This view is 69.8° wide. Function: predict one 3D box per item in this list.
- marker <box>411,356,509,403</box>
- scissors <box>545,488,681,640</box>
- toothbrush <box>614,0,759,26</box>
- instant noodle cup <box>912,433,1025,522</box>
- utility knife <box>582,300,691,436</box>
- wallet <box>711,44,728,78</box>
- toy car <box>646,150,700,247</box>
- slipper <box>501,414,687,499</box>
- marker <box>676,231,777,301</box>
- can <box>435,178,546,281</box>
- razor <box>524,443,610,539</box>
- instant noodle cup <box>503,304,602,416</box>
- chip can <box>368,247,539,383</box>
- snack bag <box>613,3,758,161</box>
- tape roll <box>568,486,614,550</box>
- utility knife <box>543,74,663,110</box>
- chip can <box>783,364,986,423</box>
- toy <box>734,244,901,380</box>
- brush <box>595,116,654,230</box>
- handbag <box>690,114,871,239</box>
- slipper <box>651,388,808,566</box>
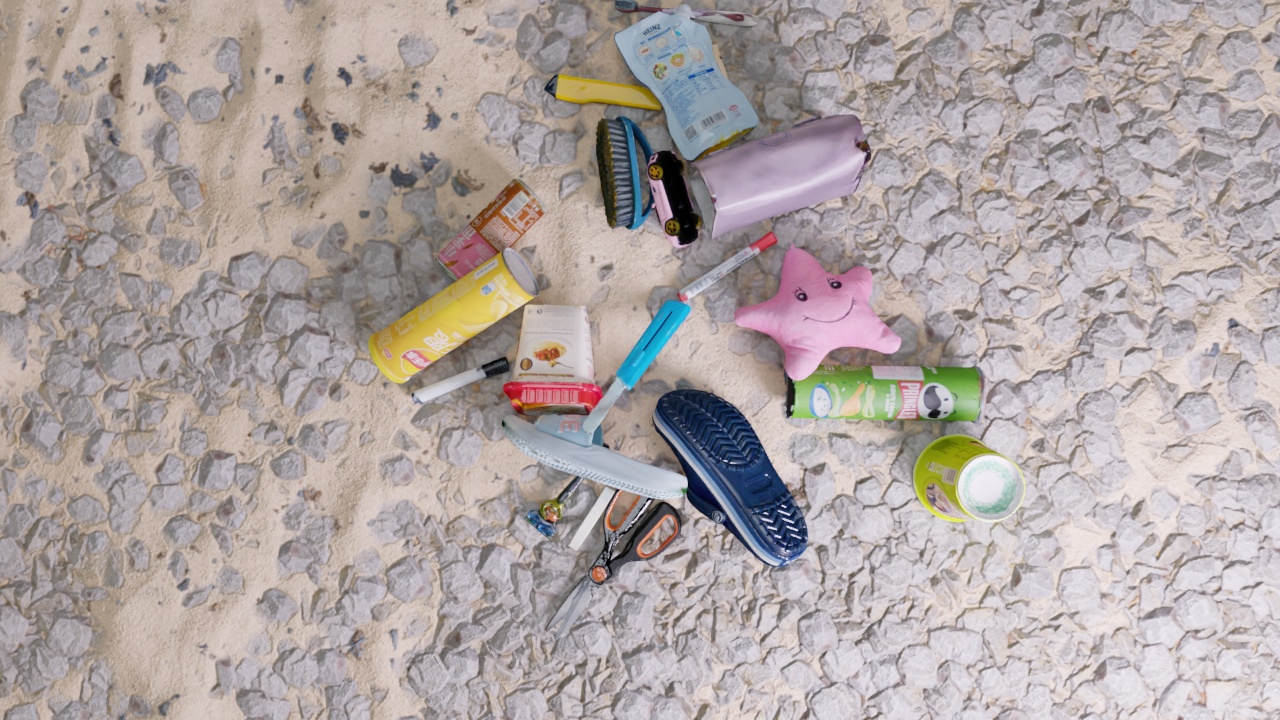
[{"bbox_3d":[-0.230,0.027,1.173,0.131,0.018,0.022,-22,98,0],"label":"marker"},{"bbox_3d":[-0.053,0.250,1.168,0.235,0.021,0.152,-29,82,4],"label":"scissors"},{"bbox_3d":[0.059,-0.447,1.175,0.187,0.017,0.016,7,90,2],"label":"toothbrush"},{"bbox_3d":[0.402,0.148,1.106,0.112,0.123,0.111,0,89,1],"label":"instant noodle cup"},{"bbox_3d":[-0.007,0.007,1.119,0.034,0.018,0.224,30,61,11],"label":"utility knife"},{"bbox_3d":[0.075,-0.336,1.172,0.087,0.024,0.115,-18,89,-4],"label":"wallet"},{"bbox_3d":[0.039,-0.202,1.152,0.037,0.056,0.122,-11,99,41],"label":"toy car"},{"bbox_3d":[-0.056,0.105,1.113,0.245,0.104,0.074,17,77,13],"label":"slipper"},{"bbox_3d":[0.110,-0.119,1.169,0.145,0.017,0.017,-33,89,1],"label":"marker"},{"bbox_3d":[-0.188,-0.159,1.155,0.147,0.058,0.058,-45,89,0],"label":"can"},{"bbox_3d":[-0.087,0.162,1.166,0.042,0.022,0.142,41,90,0],"label":"razor"},{"bbox_3d":[-0.105,0.001,1.131,0.116,0.116,0.124,1,77,1],"label":"instant noodle cup"},{"bbox_3d":[-0.230,-0.055,1.125,0.214,0.072,0.072,-32,89,14],"label":"chip can"},{"bbox_3d":[0.057,-0.349,1.142,0.110,0.039,0.191,-31,86,4],"label":"snack bag"},{"bbox_3d":[-0.061,0.195,1.133,0.014,0.086,0.086,33,90,2],"label":"tape roll"},{"bbox_3d":[-0.046,-0.341,1.177,0.156,0.015,0.033,9,95,0],"label":"utility knife"},{"bbox_3d":[0.298,0.039,1.136,0.236,0.072,0.072,1,89,2],"label":"chip can"},{"bbox_3d":[0.209,-0.065,1.133,0.194,0.075,0.178,-15,66,-11],"label":"toy"},{"bbox_3d":[-0.014,-0.236,1.157,0.073,0.055,0.144,-6,88,-21],"label":"brush"},{"bbox_3d":[0.164,-0.227,1.107,0.197,0.145,0.098,-19,91,0],"label":"handbag"},{"bbox_3d":[0.106,0.146,1.131,0.252,0.104,0.095,52,133,15],"label":"slipper"}]
